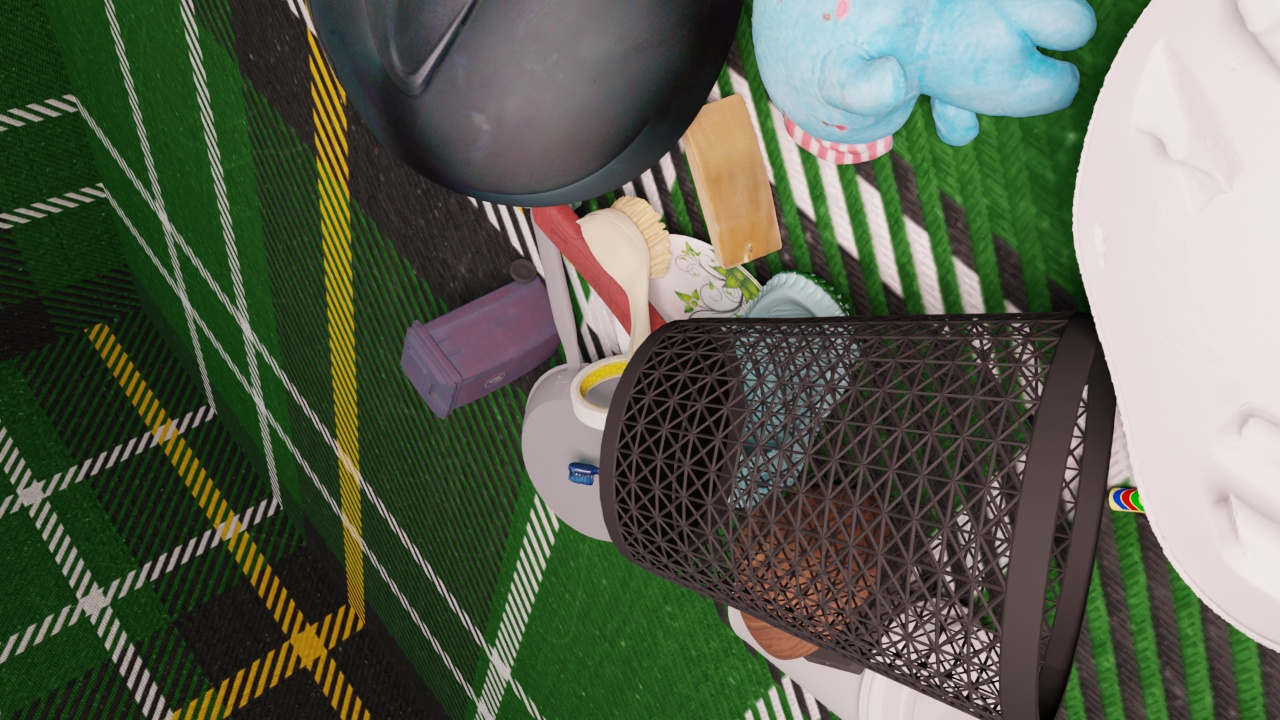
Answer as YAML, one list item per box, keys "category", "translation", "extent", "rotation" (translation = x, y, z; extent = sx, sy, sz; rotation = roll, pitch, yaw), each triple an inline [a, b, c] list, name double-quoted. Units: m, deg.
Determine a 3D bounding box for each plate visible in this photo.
- category: "plate"
  translation: [0.064, -0.004, 0.780]
  extent: [0.229, 0.030, 0.230]
  rotation: [34, 140, 34]

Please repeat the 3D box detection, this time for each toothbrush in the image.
- category: "toothbrush"
  translation: [0.028, 0.114, 0.829]
  extent: [0.190, 0.016, 0.017]
  rotation: [8, 108, 3]

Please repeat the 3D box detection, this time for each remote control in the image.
- category: "remote control"
  translation: [0.168, 0.168, 0.687]
  extent: [0.013, 0.133, 0.058]
  rotation: [42, 156, -21]

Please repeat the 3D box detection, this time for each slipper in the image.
- category: "slipper"
  translation: [0.081, 0.041, 0.701]
  extent: [0.116, 0.069, 0.277]
  rotation: [44, 144, 17]

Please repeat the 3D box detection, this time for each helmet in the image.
- category: "helmet"
  translation: [0.279, -0.033, 0.319]
  extent: [0.225, 0.183, 0.282]
  rotation: [-13, 112, 51]
- category: "helmet"
  translation: [-0.051, -0.247, 0.563]
  extent: [0.236, 0.248, 0.317]
  rotation: [31, 114, 21]

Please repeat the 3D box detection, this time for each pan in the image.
- category: "pan"
  translation: [-0.061, 0.026, 0.880]
  extent: [0.201, 0.050, 0.357]
  rotation: [-2, 113, 37]

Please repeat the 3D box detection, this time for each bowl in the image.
- category: "bowl"
  translation: [0.116, 0.148, 0.709]
  extent: [0.069, 0.147, 0.148]
  rotation: [36, 149, -9]

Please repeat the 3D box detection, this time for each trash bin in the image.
- category: "trash bin"
  translation: [-0.165, -0.021, 0.958]
  extent: [0.092, 0.160, 0.094]
  rotation: [51, 147, 13]
- category: "trash bin"
  translation: [0.122, 0.069, 0.530]
  extent: [0.244, 0.216, 0.217]
  rotation: [9, 124, 32]

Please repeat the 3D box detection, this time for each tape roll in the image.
- category: "tape roll"
  translation: [-0.013, 0.026, 0.790]
  extent: [0.094, 0.093, 0.019]
  rotation: [26, 135, 41]

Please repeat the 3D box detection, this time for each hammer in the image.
- category: "hammer"
  translation: [-0.068, -0.118, 0.794]
  extent: [0.315, 0.036, 0.126]
  rotation: [49, 137, 9]

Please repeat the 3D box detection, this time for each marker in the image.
- category: "marker"
  translation: [0.327, 0.081, 0.504]
  extent: [0.133, 0.014, 0.014]
  rotation: [-5, 111, 55]

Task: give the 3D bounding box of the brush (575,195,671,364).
- category: "brush"
  translation: [-0.004, 0.004, 0.725]
  extent: [0.062, 0.077, 0.272]
  rotation: [172, 94, -67]

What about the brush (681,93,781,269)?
- category: "brush"
  translation: [0.063, -0.129, 0.666]
  extent: [0.039, 0.049, 0.117]
  rotation: [-138, 28, -66]

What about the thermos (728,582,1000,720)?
- category: "thermos"
  translation: [0.170, 0.232, 0.751]
  extent: [0.222, 0.131, 0.131]
  rotation: [12, 125, 59]

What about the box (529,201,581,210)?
- category: "box"
  translation: [-0.115, -0.233, 0.831]
  extent: [0.138, 0.056, 0.187]
  rotation: [21, 131, 36]

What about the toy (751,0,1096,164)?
- category: "toy"
  translation: [0.138, -0.166, 0.490]
  extent: [0.181, 0.114, 0.184]
  rotation: [24, 144, 27]
